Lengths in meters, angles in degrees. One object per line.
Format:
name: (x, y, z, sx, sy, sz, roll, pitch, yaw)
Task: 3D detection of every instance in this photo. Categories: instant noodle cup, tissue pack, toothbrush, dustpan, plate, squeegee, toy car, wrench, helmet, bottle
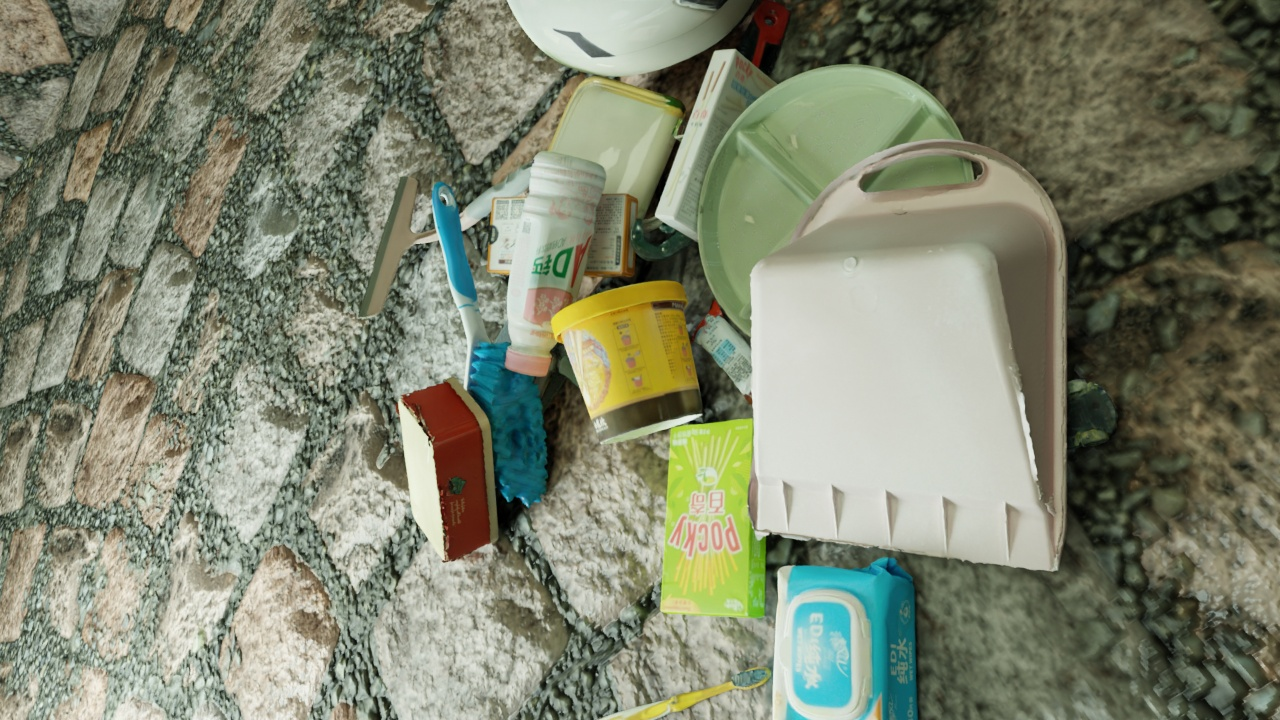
instant noodle cup: (-0.005, 0.005, 0.785, 0.119, 0.118, 0.114, -22, 80, 33)
tissue pack: (0.139, 0.207, 0.631, 0.090, 0.063, 0.140, -9, 69, 38)
toothbrush: (0.023, 0.276, 0.736, 0.192, 0.018, 0.016, -30, 56, 29)
dustpan: (0.191, -0.009, 0.644, 0.223, 0.138, 0.273, 4, 110, 36)
plate: (0.149, -0.115, 0.725, 0.231, 0.027, 0.230, 1, 91, 35)
squeegee: (-0.205, -0.174, 1.074, 0.250, 0.040, 0.247, -21, 45, 27)
toy car: (0.264, 0.046, 0.601, 0.091, 0.034, 0.043, -28, 60, 31)
wrench: (0.070, -0.210, 0.843, 0.056, 0.016, 0.273, 28, 84, 0)
helmet: (-0.004, -0.350, 0.858, 0.274, 0.229, 0.157, 1, 99, 15)
bottle: (-0.084, -0.085, 0.827, 0.068, 0.068, 0.197, 20, 99, 42)

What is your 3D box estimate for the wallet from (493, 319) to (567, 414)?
wallet: (-0.116, -0.003, 0.953, 0.097, 0.019, 0.121, -57, 47, 11)

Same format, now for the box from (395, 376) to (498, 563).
box: (-0.192, 0.109, 0.882, 0.091, 0.075, 0.169, 42, 141, 40)

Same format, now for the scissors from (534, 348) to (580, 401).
scissors: (-0.068, -0.037, 0.894, 0.171, 0.019, 0.181, -12, 81, 28)

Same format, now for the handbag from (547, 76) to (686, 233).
handbag: (-0.007, -0.180, 0.904, 0.179, 0.063, 0.163, 23, 91, 28)

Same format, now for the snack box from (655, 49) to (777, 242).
snack box: (0.074, -0.181, 0.807, 0.027, 0.084, 0.156, 17, 86, 47)

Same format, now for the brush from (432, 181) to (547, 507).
brush: (-0.152, -0.017, 0.892, 0.110, 0.060, 0.315, 10, 109, 51)

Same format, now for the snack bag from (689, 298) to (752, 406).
snack bag: (0.077, -0.009, 0.784, 0.104, 0.026, 0.048, 46, 115, 39)

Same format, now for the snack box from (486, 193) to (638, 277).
snack box: (-0.076, -0.119, 0.877, 0.154, 0.026, 0.075, 4, 90, 26)

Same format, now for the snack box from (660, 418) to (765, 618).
snack box: (0.061, 0.129, 0.750, 0.086, 0.026, 0.156, -9, 70, 39)
